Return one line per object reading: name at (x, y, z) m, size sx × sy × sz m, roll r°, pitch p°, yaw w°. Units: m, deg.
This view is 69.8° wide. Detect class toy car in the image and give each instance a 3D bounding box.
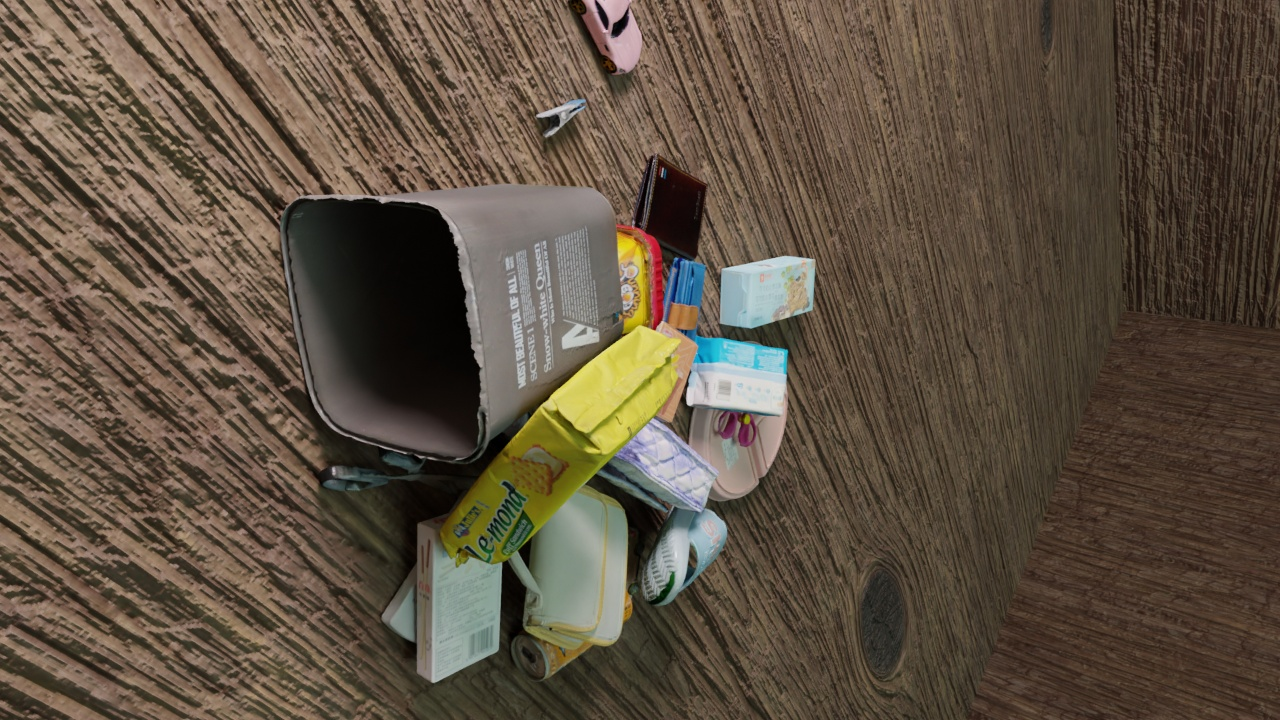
toy car at (-0.030, -0.347, 0.929) m, size 0.056 × 0.037 × 0.122 m, roll -57°, pitch 139°, yaw -22°
toy car at (-0.023, 0.243, 1.098) m, size 0.035 × 0.042 × 0.090 m, roll 2°, pitch 97°, yaw -41°

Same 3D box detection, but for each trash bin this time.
trash bin at (-0.136, -0.052, 0.757) m, size 0.219 × 0.199 × 0.199 m, roll -28°, pitch 121°, yaw -52°

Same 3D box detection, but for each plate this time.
plate at (0.144, 0.087, 1.279) m, size 0.228 × 0.028 × 0.230 m, roll -19°, pitch 115°, yaw -48°

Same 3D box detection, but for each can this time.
can at (-0.075, 0.300, 1.033) m, size 0.145 × 0.058 × 0.058 m, roll -23°, pitch 117°, yaw -47°

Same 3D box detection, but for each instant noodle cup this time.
instant noodle cup at (-0.055, -0.073, 0.922) m, size 0.123 × 0.116 × 0.116 m, roll -17°, pitch 114°, yaw -36°

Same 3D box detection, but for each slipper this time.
slipper at (0.061, 0.213, 1.104) m, size 0.104 × 0.074 × 0.244 m, roll -63°, pitch 177°, yaw 28°

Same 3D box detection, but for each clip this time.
clip at (-0.078, -0.242, 0.908) m, size 0.056 × 0.024 × 0.029 m, roll -41°, pitch 126°, yaw -33°

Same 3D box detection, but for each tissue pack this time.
tissue pack at (0.124, 0.022, 1.173) m, size 0.140 × 0.063 × 0.090 m, roll 8°, pitch 83°, yaw -24°

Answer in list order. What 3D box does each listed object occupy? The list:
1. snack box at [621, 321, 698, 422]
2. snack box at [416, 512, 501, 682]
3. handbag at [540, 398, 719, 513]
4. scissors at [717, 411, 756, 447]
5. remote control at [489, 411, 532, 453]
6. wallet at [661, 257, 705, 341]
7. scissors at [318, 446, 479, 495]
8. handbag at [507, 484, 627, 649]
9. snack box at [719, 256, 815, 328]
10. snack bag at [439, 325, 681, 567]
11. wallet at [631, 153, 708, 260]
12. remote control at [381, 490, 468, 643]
snack box at (-0.006, 0.006, 1.010) m, size 0.077 × 0.093 × 0.094 m, roll 31°, pitch 76°, yaw -51°
snack box at (-0.172, 0.219, 0.875) m, size 0.084 × 0.027 × 0.157 m, roll -12°, pitch 109°, yaw -50°
handbag at (-0.010, 0.104, 0.999) m, size 0.194 × 0.134 × 0.075 m, roll 42°, pitch 71°, yaw -48°
scissors at (0.133, 0.051, 1.223) m, size 0.105 × 0.017 × 0.136 m, roll -3°, pitch 98°, yaw -45°
remote control at (-0.127, 0.074, 0.922) m, size 0.053 × 0.024 × 0.136 m, roll -47°, pitch 120°, yaw -33°
wallet at (0.051, -0.053, 1.094) m, size 0.106 × 0.040 × 0.133 m, roll -12°, pitch 110°, yaw -76°
scissors at (-0.202, 0.100, 0.811) m, size 0.173 × 0.160 × 0.014 m, roll -6°, pitch 67°, yaw -24°
handbag at (-0.083, 0.203, 0.954) m, size 0.178 × 0.063 × 0.163 m, roll 36°, pitch 47°, yaw -45°
snack box at (0.175, -0.095, 1.248) m, size 0.174 × 0.052 × 0.074 m, roll -17°, pitch 114°, yaw -49°
snack bag at (-0.070, 0.082, 0.794) m, size 0.068 × 0.247 × 0.157 m, roll 45°, pitch 39°, yaw 3°
wallet at (0.038, -0.178, 1.079) m, size 0.122 × 0.020 × 0.096 m, roll 15°, pitch 88°, yaw -55°
remote control at (-0.189, 0.200, 0.890) m, size 0.149 × 0.021 × 0.058 m, roll -59°, pitch 139°, yaw -22°
